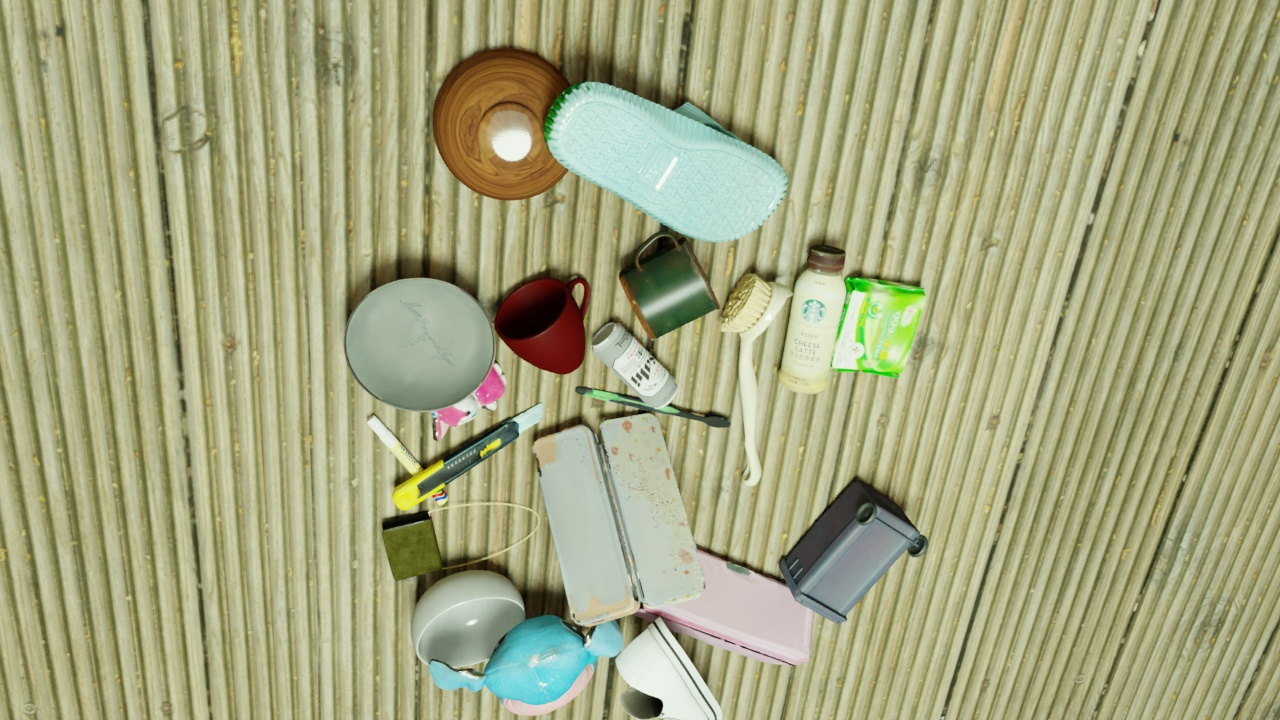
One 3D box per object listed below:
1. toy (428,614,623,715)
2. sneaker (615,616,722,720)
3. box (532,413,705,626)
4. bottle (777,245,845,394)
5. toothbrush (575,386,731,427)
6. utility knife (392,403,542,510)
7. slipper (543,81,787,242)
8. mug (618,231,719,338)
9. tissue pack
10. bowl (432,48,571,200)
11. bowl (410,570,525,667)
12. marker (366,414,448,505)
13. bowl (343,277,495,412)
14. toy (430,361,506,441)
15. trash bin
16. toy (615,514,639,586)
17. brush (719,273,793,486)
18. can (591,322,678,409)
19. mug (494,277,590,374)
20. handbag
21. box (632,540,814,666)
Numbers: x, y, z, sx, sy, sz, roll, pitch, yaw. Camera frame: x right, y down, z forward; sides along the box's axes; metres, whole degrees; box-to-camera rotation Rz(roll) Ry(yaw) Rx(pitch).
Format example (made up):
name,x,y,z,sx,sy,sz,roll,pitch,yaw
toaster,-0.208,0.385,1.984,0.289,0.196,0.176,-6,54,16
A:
name,x,y,z,sx,sy,sz,roll,pitch,yaw
toy,-0.128,0.367,1.088,0.224,0.098,0.192,-15,149,-9
sneaker,0.028,0.410,1.127,0.097,0.091,0.246,-34,142,-11
box,-0.026,0.171,1.014,0.157,0.216,0.063,-10,159,-14
bottle,0.193,-0.046,1.020,0.056,0.056,0.162,2,112,-11
toothbrush,0.016,0.053,1.059,0.188,0.017,0.014,13,106,-11
utility knife,-0.191,0.106,1.035,0.197,0.020,0.029,-33,116,-4
slipper,0.025,-0.201,0.919,0.276,0.069,0.116,19,113,-31
mug,0.024,-0.083,0.956,0.081,0.084,0.111,-27,130,4
tissue pack,0.266,-0.038,1.050,0.099,0.034,0.114,5,114,-13
bowl,-0.126,-0.221,0.884,0.147,0.068,0.147,-3,113,-8
bowl,-0.208,0.298,1.088,0.131,0.064,0.132,-15,134,-16
marker,-0.262,0.113,1.034,0.014,0.014,0.132,-33,114,5
bowl,-0.228,-0.024,0.957,0.150,0.056,0.151,-3,112,-8
toy,-0.194,0.041,0.999,0.102,0.050,0.065,-29,110,-2
trash bin,0.256,0.239,1.134,0.093,0.092,0.161,32,105,-21
toy,-0.041,0.246,1.100,0.132,0.076,0.176,-3,130,-40
brush,0.127,0.028,1.048,0.077,0.061,0.273,3,118,7
can,-0.006,0.006,1.016,0.044,0.044,0.106,-41,113,9
mug,-0.087,-0.036,0.974,0.113,0.087,0.088,-52,138,-20
handbag,-0.209,0.205,1.083,0.178,0.027,0.084,-11,114,-11
box,0.096,0.317,1.172,0.232,0.098,0.115,24,149,-19
